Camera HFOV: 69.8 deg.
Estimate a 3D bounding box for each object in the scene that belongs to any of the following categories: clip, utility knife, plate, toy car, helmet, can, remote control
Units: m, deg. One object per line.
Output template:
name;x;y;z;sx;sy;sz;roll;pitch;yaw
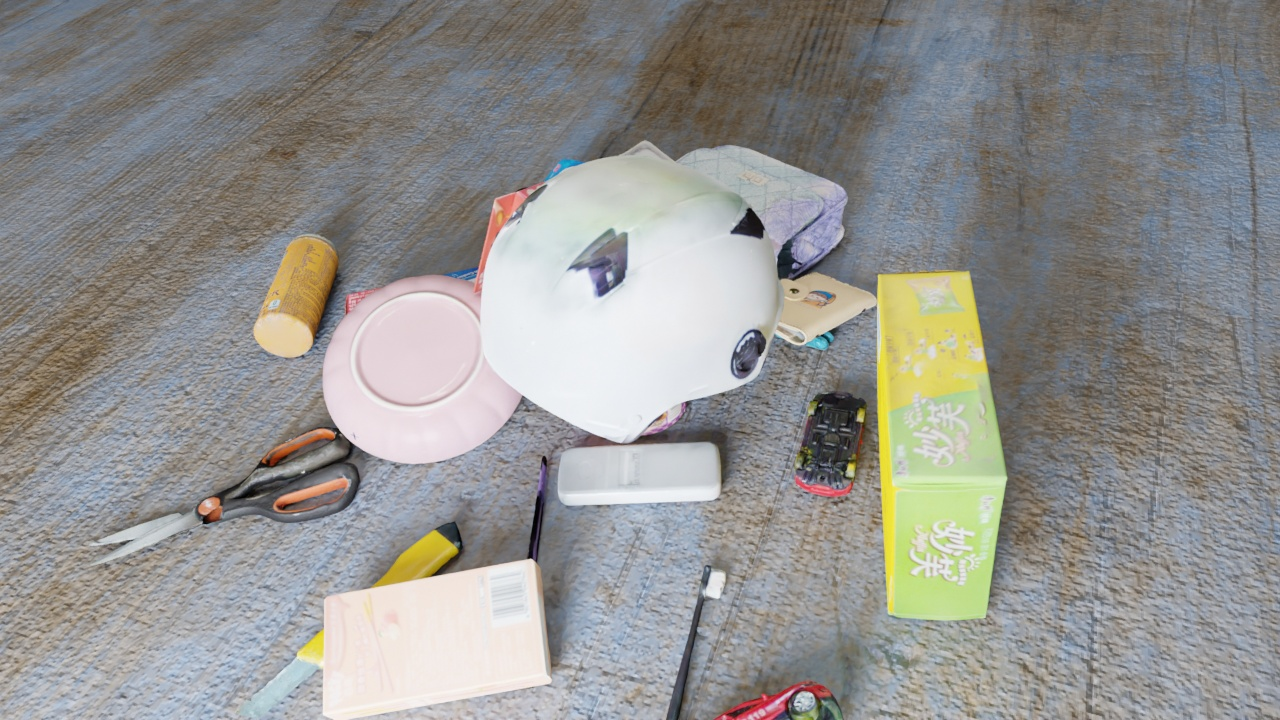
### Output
clip;0.156;-0.025;0.875;0.056;0.014;0.040;23;51;33
utility knife;-0.214;0.195;0.695;0.033;0.015;0.206;29;54;32
plate;-0.199;-0.002;0.839;0.192;0.039;0.192;-1;64;1
toy car;0.159;0.067;0.761;0.049;0.031;0.106;8;46;16
toy car;0.070;0.241;0.572;0.120;0.053;0.045;-23;26;-10
helmet;-0.008;-0.078;0.713;0.258;0.146;0.229;-31;47;-23
can;-0.362;-0.071;0.973;0.058;0.058;0.145;-6;42;2
remote control;-0.001;0.095;0.765;0.136;0.020;0.055;-3;44;5

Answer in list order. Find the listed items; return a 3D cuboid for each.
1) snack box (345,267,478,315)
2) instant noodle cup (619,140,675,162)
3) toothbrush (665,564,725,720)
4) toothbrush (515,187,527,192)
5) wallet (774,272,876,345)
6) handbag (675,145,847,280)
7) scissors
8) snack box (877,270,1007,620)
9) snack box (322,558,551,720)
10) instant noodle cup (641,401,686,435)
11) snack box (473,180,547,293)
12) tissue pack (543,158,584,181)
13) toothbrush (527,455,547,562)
snack box;-0.186;-0.051;0.925;0.207;0.058;0.057;-12;46;-5
instant noodle cup;-0.003;-0.142;0.925;0.116;0.124;0.115;41;58;18
toothbrush;0.032;0.217;0.632;0.018;0.016;0.180;14;46;10
toothbrush;-0.083;-0.099;0.950;0.026;0.027;0.212;-17;58;-21
wallet;0.159;-0.055;0.883;0.114;0.024;0.087;-27;39;-36
handbag;0.115;-0.166;0.987;0.194;0.076;0.134;30;55;35
scissors;-0.349;0.130;0.782;0.162;0.022;0.233;28;53;32
snack box;0.211;0.058;0.670;0.070;0.158;0.209;-2;43;12
snack box;-0.145;0.198;0.653;0.157;0.026;0.084;-11;60;1
instant noodle cup;-0.005;0.005;0.805;0.111;0.099;0.111;-4;44;4
snack box;-0.084;-0.111;0.849;0.044;0.113;0.126;42;46;19
tissue pack;-0.071;-0.183;1.052;0.095;0.052;0.156;10;46;19
toothbrush;-0.086;0.148;0.728;0.017;0.014;0.188;-13;41;13
